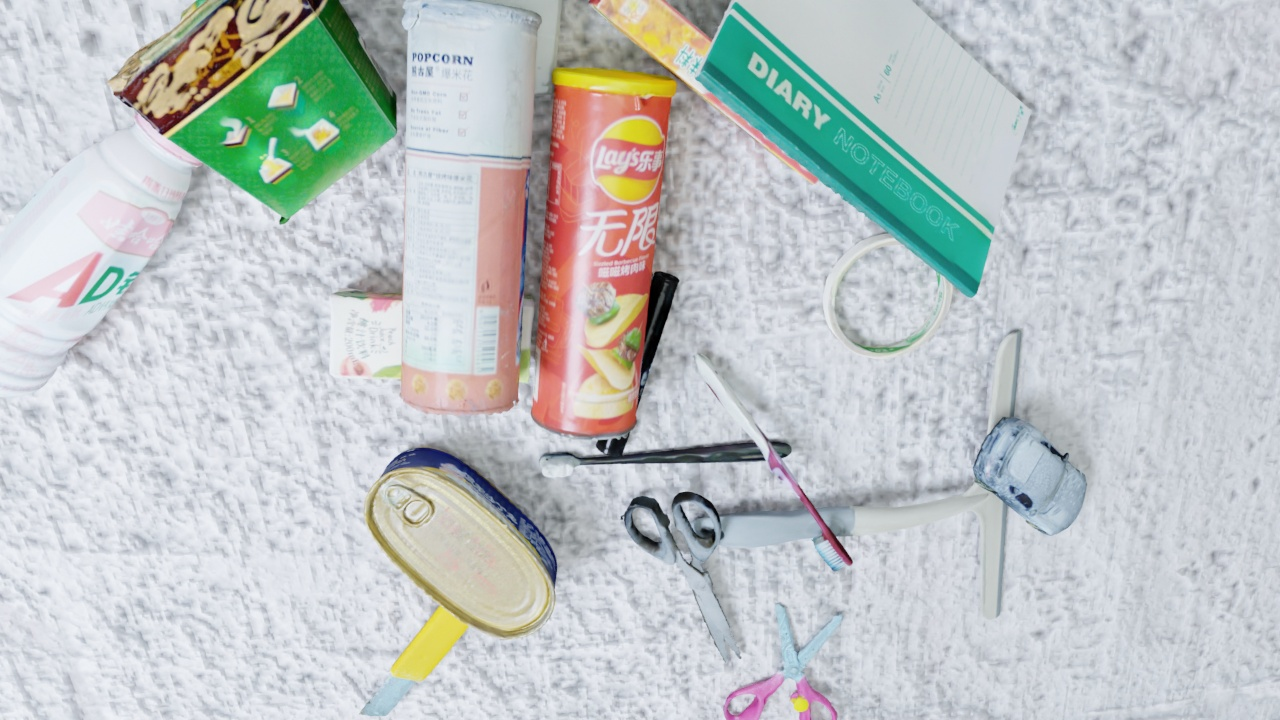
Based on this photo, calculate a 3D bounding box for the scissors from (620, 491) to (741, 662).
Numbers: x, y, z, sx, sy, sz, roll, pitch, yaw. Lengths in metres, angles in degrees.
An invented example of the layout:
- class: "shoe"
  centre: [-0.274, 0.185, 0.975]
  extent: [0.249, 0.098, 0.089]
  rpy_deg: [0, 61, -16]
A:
- class: "scissors"
  centre: [0.051, 0.163, 0.679]
  extent: [0.173, 0.014, 0.141]
  rpy_deg: [36, 126, -9]

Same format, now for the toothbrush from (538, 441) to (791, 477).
- class: "toothbrush"
  centre: [0.019, 0.069, 0.648]
  extent: [0.181, 0.018, 0.016]
  rpy_deg: [-3, 109, -7]

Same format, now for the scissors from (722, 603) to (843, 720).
- class: "scissors"
  centre: [0.114, 0.253, 0.735]
  extent: [0.124, 0.017, 0.133]
  rpy_deg: [-14, 109, 3]

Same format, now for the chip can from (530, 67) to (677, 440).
- class: "chip can"
  centre: [-0.026, -0.062, 0.553]
  extent: [0.073, 0.073, 0.217]
  rpy_deg: [4, 109, -9]

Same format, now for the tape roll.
- class: "tape roll"
  centre: [0.167, -0.042, 0.620]
  extent: [0.085, 0.014, 0.086]
  rpy_deg: [-2, 112, -6]

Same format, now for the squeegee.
- class: "squeegee"
  centre: [0.160, 0.112, 0.669]
  extent: [0.246, 0.039, 0.247]
  rpy_deg: [-7, 112, -4]

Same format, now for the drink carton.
- class: "drink carton"
  centre: [-0.129, -0.016, 0.578]
  extent: [0.122, 0.045, 0.053]
  rpy_deg: [2, 103, -9]

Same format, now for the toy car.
- class: "toy car"
  centre: [0.286, 0.086, 0.663]
  extent: [0.120, 0.037, 0.054]
  rpy_deg: [36, 84, -32]

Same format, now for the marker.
- class: "marker"
  centre: [-0.004, 0.004, 0.616]
  extent: [0.022, 0.020, 0.132]
  rpy_deg: [19, 109, 4]

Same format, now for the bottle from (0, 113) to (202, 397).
- class: "bottle"
  centre: [-0.320, -0.067, 0.525]
  extent: [0.068, 0.068, 0.197]
  rpy_deg: [42, 99, -20]

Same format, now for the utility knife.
- class: "utility knife"
  centre: [-0.147, 0.196, 0.677]
  extent: [0.033, 0.015, 0.197]
  rpy_deg: [37, 101, -11]

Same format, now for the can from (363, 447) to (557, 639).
- class: "can"
  centre: [-0.118, 0.123, 0.623]
  extent: [0.075, 0.049, 0.148]
  rpy_deg: [-44, 102, 9]

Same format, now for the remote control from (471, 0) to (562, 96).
- class: "remote control"
  centre: [-0.070, -0.219, 0.517]
  extent: [0.056, 0.019, 0.135]
  rpy_deg: [4, 111, -9]

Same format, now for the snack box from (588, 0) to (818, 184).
- class: "snack box"
  centre: [0.041, -0.162, 0.522]
  extent: [0.155, 0.077, 0.027]
  rpy_deg: [34, 105, -18]

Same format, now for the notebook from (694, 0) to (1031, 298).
- class: "notebook"
  centre: [0.137, -0.151, 0.525]
  extent: [0.209, 0.012, 0.150]
  rpy_deg: [33, 64, -19]

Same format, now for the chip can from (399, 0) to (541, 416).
- class: "chip can"
  centre: [-0.096, -0.080, 0.504]
  extent: [0.071, 0.071, 0.215]
  rpy_deg: [3, 104, -8]

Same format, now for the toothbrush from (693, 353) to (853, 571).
- class: "toothbrush"
  centre: [0.090, 0.072, 0.637]
  extent: [0.017, 0.016, 0.187]
  rpy_deg: [-34, 99, 18]

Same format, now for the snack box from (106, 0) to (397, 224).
- class: "snack box"
  centre: [-0.191, -0.150, 0.490]
  extent: [0.117, 0.118, 0.105]
  rpy_deg: [-35, 124, 8]
